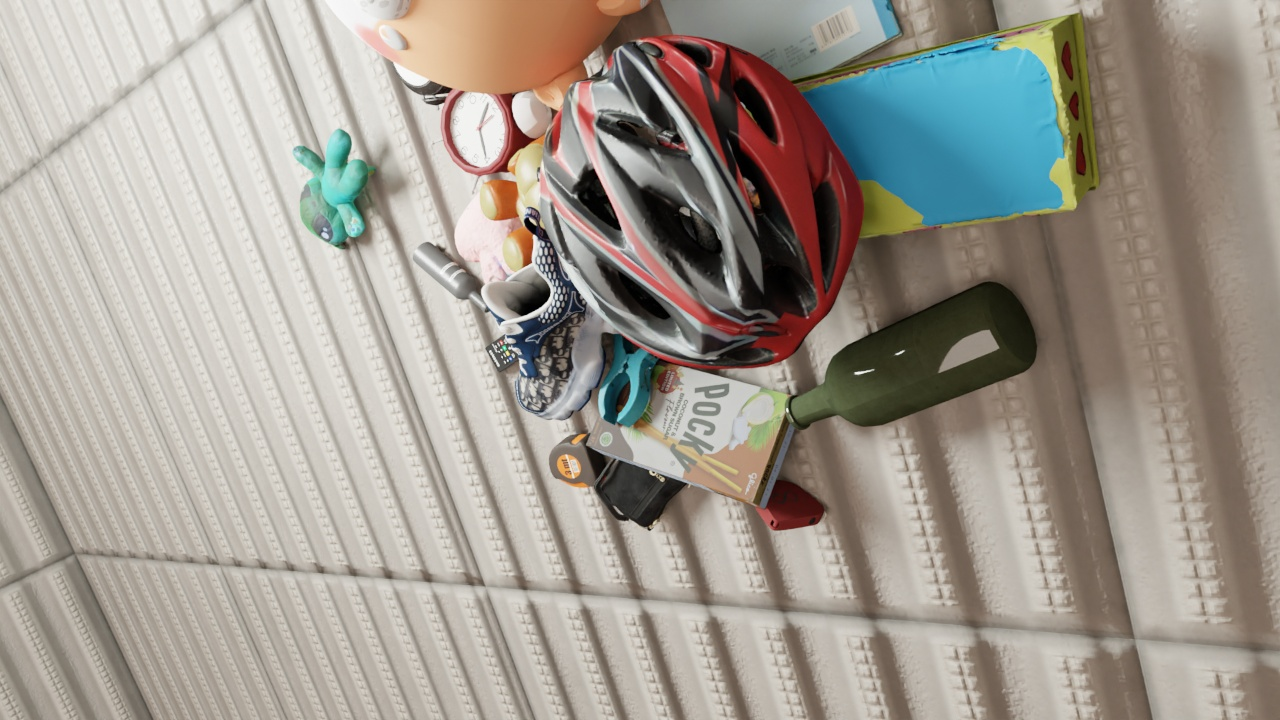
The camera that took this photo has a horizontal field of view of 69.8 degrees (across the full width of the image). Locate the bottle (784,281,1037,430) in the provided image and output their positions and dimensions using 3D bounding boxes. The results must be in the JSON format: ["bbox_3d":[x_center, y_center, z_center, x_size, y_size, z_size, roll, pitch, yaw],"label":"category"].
[{"bbox_3d":[0.202,0.009,0.729,0.207,0.071,0.071,-29,91,43],"label":"bottle"}]

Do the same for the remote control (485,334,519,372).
[{"bbox_3d":[-0.126,-0.025,1.014,0.147,0.015,0.033,-30,90,43],"label":"remote control"}]

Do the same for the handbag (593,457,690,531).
[{"bbox_3d":[0.006,0.126,0.955,0.079,0.054,0.129,41,128,11],"label":"handbag"}]

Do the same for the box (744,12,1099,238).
[{"bbox_3d":[0.197,-0.157,0.652,0.221,0.079,0.124,-5,111,37],"label":"box"}]

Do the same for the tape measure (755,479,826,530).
[{"bbox_3d":[0.137,0.135,0.858,0.051,0.059,0.019,57,142,46],"label":"tape measure"}]

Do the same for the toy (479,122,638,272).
[{"bbox_3d":[-0.072,-0.161,0.857,0.176,0.096,0.112,-31,77,20],"label":"toy"}]

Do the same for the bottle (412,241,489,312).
[{"bbox_3d":[-0.210,-0.091,1.040,0.113,0.030,0.030,39,129,18],"label":"bottle"}]

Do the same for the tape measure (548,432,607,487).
[{"bbox_3d":[-0.069,0.111,1.020,0.059,0.038,0.058,-12,103,28],"label":"tape measure"}]

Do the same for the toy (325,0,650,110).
[{"bbox_3d":[-0.121,-0.333,0.703,0.280,0.264,0.264,45,143,-3],"label":"toy"}]

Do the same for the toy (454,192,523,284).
[{"bbox_3d":[-0.149,-0.125,0.952,0.109,0.053,0.105,-33,71,39],"label":"toy"}]

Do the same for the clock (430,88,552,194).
[{"bbox_3d":[-0.142,-0.237,0.900,0.096,0.048,0.138,51,124,8],"label":"clock"}]

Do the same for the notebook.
[{"bbox_3d":[0.078,-0.331,0.712,0.182,0.009,0.253,-17,99,42],"label":"notebook"}]

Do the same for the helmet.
[{"bbox_3d":[0.026,-0.114,0.662,0.272,0.166,0.218,53,130,22],"label":"helmet"}]

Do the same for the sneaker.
[{"bbox_3d":[-0.091,-0.040,0.869,0.270,0.132,0.103,124,152,-48],"label":"sneaker"}]

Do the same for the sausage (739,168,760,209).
[{"bbox_3d":[0.108,-0.122,0.778,0.020,0.020,0.155,-24,94,43],"label":"sausage"}]

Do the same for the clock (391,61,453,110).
[{"bbox_3d":[-0.216,-0.312,0.933,0.091,0.043,0.123,-30,90,43],"label":"clock"}]

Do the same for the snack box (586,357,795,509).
[{"bbox_3d":[0.047,0.062,0.865,0.186,0.031,0.101,15,78,33],"label":"snack box"}]

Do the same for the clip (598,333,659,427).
[{"bbox_3d":[-0.016,0.004,0.889,0.103,0.027,0.120,3,72,38],"label":"clip"}]

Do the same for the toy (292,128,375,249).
[{"bbox_3d":[-0.361,-0.198,1.092,0.130,0.072,0.194,58,142,4],"label":"toy"}]
